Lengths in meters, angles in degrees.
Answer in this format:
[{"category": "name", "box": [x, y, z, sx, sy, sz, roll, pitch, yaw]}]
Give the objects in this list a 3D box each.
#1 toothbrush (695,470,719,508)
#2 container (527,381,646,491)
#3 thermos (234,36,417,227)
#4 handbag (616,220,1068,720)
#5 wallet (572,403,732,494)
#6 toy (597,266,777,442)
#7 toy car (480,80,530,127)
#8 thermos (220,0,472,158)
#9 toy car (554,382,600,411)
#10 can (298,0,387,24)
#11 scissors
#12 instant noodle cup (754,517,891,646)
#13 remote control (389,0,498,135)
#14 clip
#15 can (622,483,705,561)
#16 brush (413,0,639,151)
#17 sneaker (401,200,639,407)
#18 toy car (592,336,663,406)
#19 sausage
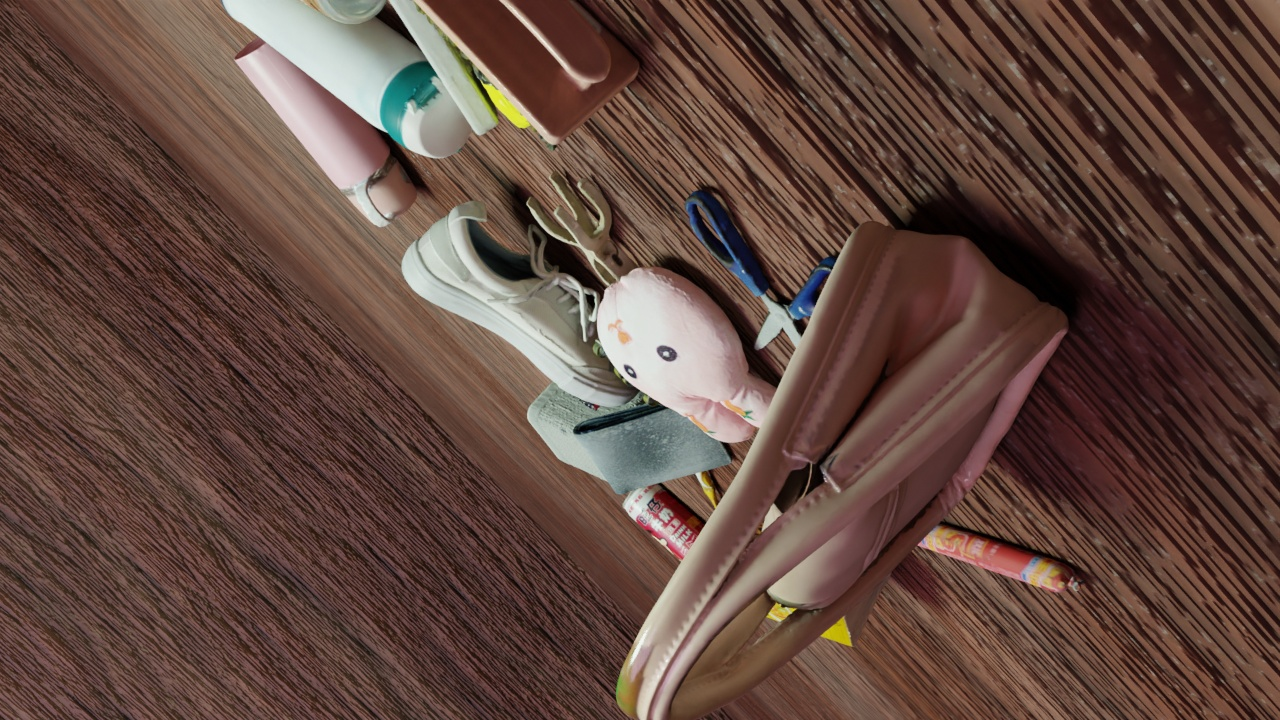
[{"category": "toothbrush", "box": [0.073, 0.130, 0.947, 0.018, 0.016, 0.191, 20, 153, 32]}, {"category": "container", "box": [-0.035, 0.066, 0.925, 0.114, 0.090, 0.090, 22, 153, 45]}, {"category": "thermos", "box": [-0.292, -0.215, 0.867, 0.199, 0.067, 0.087, 58, -165, -33]}, {"category": "handbag", "box": [0.076, 0.071, 0.414, 0.093, 0.233, 0.193, 35, 161, 24]}, {"category": "wallet", "box": [0.012, 0.077, 0.833, 0.019, 0.121, 0.097, -89, -25, -44]}, {"category": "toy", "box": [0.036, 0.001, 0.652, 0.159, 0.054, 0.122, 43, 149, -11]}, {"category": "toy car", "box": [-0.070, -0.164, 0.551, 0.048, 0.032, 0.105, 51, 164, -22]}, {"category": "thermos", "box": [-0.214, -0.227, 0.679, 0.224, 0.073, 0.073, 38, 163, 18]}, {"category": "toy car", "box": [-0.056, 0.006, 0.877, 0.049, 0.031, 0.106, 37, -163, -22]}, {"category": "can", "box": [-0.218, -0.266, 0.604, 0.116, 0.058, 0.058, 34, 160, 32]}, {"category": "scissors", "box": [0.081, -0.036, 0.538, 0.175, 0.012, 0.162, 47, 164, -15]}, {"category": "instant noodle cup", "box": [0.129, 0.164, 0.748, 0.124, 0.116, 0.116, 20, 153, 31]}, {"category": "remote control", "box": [-0.134, -0.213, 0.571, 0.150, 0.021, 0.058, 58, -175, -39]}, {"category": "clip", "box": [-0.045, -0.094, 0.660, 0.084, 0.034, 0.104, 31, 167, 29]}, {"category": "can", "box": [0.043, 0.205, 1.129, 0.133, 0.053, 0.053, 39, 163, 17]}, {"category": "brush", "box": [-0.071, -0.180, 0.462, 0.145, 0.063, 0.073, 46, 168, 1]}, {"category": "sneaker", "box": [-0.077, -0.049, 0.781, 0.242, 0.091, 0.089, 34, -151, -30]}, {"category": "toy car", "box": [-0.005, 0.004, 0.767, 0.042, 0.035, 0.090, 40, 179, 42]}, {"category": "sausage", "box": [0.214, 0.121, 0.589, 0.020, 0.020, 0.156, 51, 162, -21]}]
